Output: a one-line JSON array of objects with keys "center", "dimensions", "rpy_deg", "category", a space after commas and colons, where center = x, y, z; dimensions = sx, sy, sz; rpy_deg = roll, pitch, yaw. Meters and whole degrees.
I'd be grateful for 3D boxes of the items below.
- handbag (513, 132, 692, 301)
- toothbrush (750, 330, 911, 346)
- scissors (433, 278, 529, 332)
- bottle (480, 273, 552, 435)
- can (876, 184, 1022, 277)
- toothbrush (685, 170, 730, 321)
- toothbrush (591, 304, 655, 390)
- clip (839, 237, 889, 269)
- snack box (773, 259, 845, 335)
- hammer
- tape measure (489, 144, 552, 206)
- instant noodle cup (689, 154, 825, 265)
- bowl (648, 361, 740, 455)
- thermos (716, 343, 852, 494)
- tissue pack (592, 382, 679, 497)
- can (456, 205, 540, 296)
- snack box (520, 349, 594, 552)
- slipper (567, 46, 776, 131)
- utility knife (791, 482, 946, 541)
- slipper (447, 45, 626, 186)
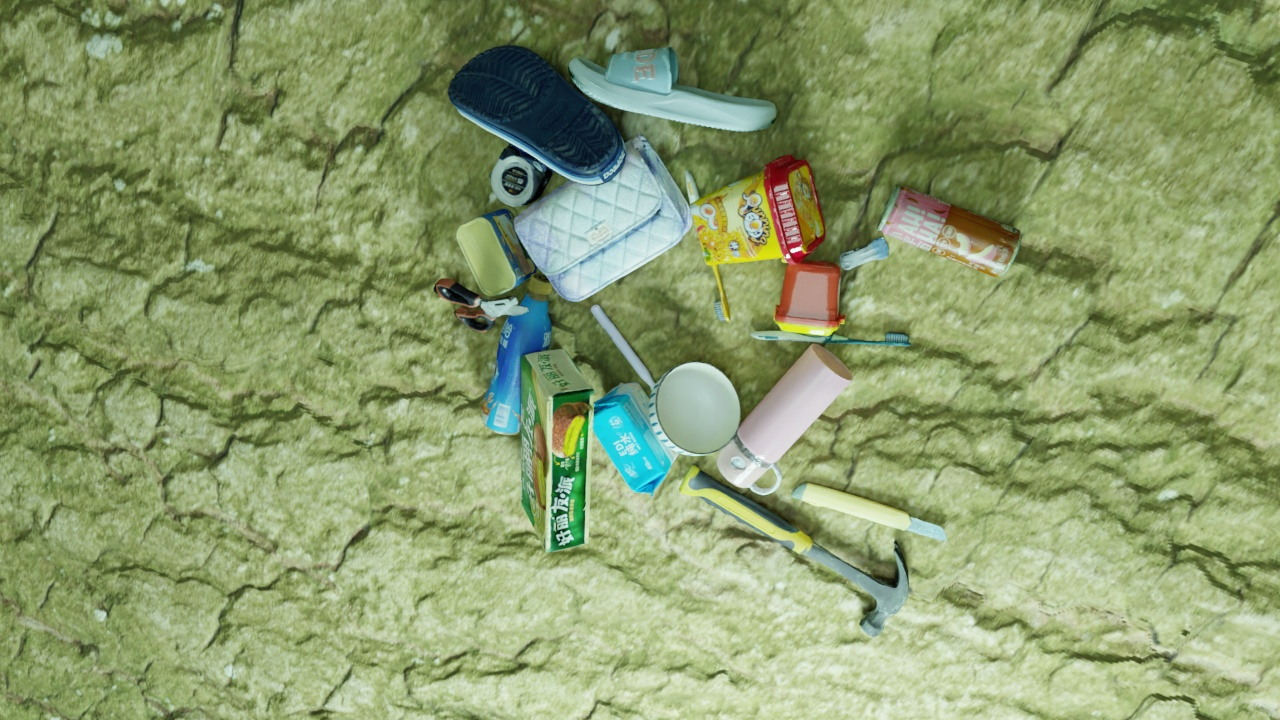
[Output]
[{"center": [-0.043, -0.167, 1.113], "dimensions": [0.194, 0.075, 0.134], "rpy_deg": [-30, 98, 21], "category": "handbag"}, {"center": [0.229, -0.029, 1.114], "dimensions": [0.192, 0.016, 0.018], "rpy_deg": [4, 98, 14], "category": "toothbrush"}, {"center": [-0.200, -0.074, 1.135], "dimensions": [0.197, 0.206, 0.015], "rpy_deg": [34, 69, 14], "category": "scissors"}, {"center": [-0.155, -0.009, 1.193], "dimensions": [0.065, 0.065, 0.219], "rpy_deg": [21, 113, 8], "category": "bottle"}, {"center": [0.343, -0.145, 1.024], "dimensions": [0.147, 0.057, 0.058], "rpy_deg": [23, 111, 7], "category": "can"}, {"center": [0.080, -0.137, 1.121], "dimensions": [0.018, 0.016, 0.191], "rpy_deg": [-11, 104, 25], "category": "toothbrush"}, {"center": [-0.007, 0.007, 1.188], "dimensions": [0.021, 0.029, 0.189], "rpy_deg": [-37, 94, -19], "category": "toothbrush"}, {"center": [0.260, -0.124, 1.074], "dimensions": [0.058, 0.041, 0.026], "rpy_deg": [-18, 104, 24], "category": "clip"}, {"center": [0.200, -0.075, 1.069], "dimensions": [0.082, 0.091, 0.080], "rpy_deg": [8, 101, 12], "category": "snack box"}, {"center": [0.200, 0.229, 1.194], "dimensions": [0.323, 0.031, 0.126], "rpy_deg": [30, 112, 5], "category": "hammer"}, {"center": [-0.153, -0.226, 1.146], "dimensions": [0.066, 0.033, 0.066], "rpy_deg": [37, 110, 4], "category": "tape measure"}, {"center": [0.133, -0.164, 1.053], "dimensions": [0.124, 0.115, 0.116], "rpy_deg": [-10, 105, 30], "category": "instant noodle cup"}, {"center": [0.060, 0.064, 1.150], "dimensions": [0.116, 0.116, 0.066], "rpy_deg": [51, 156, -4], "category": "bowl"}, {"center": [0.180, 0.079, 1.131], "dimensions": [0.087, 0.067, 0.199], "rpy_deg": [42, 111, 11], "category": "thermos"}, {"center": [-0.009, 0.099, 1.178], "dimensions": [0.063, 0.089, 0.140], "rpy_deg": [-30, 97, 22], "category": "tissue pack"}, {"center": [-0.179, -0.137, 1.154], "dimensions": [0.057, 0.083, 0.102], "rpy_deg": [-21, 100, 20], "category": "can"}, {"center": [-0.108, 0.116, 1.174], "dimensions": [0.063, 0.114, 0.240], "rpy_deg": [-9, 121, -22], "category": "snack box"}, {"center": [0.036, -0.313, 1.034], "dimensions": [0.245, 0.103, 0.074], "rpy_deg": [14, 113, 6], "category": "slipper"}, {"center": [0.290, 0.193, 1.164], "dimensions": [0.198, 0.020, 0.031], "rpy_deg": [18, 116, 16], "category": "utility knife"}, {"center": [-0.113, -0.284, 1.088], "dimensions": [0.253, 0.095, 0.105], "rpy_deg": [35, 81, 23], "category": "slipper"}]
